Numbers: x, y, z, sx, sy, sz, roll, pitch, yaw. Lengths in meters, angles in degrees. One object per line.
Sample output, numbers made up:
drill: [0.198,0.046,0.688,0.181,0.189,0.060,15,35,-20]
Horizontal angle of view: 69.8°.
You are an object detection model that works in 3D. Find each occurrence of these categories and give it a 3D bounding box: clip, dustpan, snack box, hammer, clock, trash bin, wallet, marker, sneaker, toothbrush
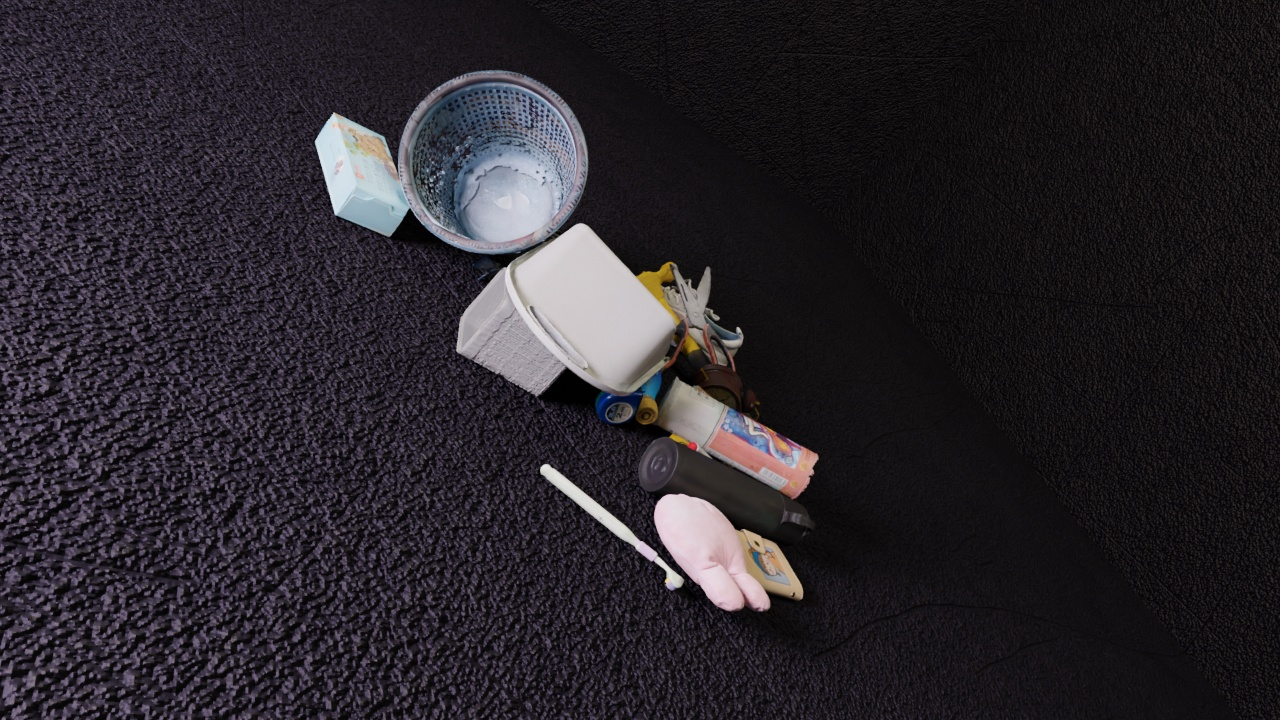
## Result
clip: [-0.199,-0.122,1.214,0.043,0.027,0.058,60,16,6]
dustpan: [-0.068,-0.049,1.101,0.222,0.142,0.258,47,-11,-1]
snack box: [-0.345,-0.231,1.133,0.074,0.052,0.174,22,29,-43]
hammer: [0.081,-0.010,1.409,0.128,0.033,0.300,-32,81,-27]
clock: [0.117,0.059,1.333,0.122,0.082,0.055,35,27,-15]
trash bin: [-0.179,-0.228,1.189,0.226,0.226,0.195,43,-6,3]
wallet: [0.142,0.243,1.109,0.115,0.024,0.087,23,34,-38]
marker: [0.098,0.142,1.171,0.145,0.017,0.017,46,13,-45]
sneaker: [0.063,-0.080,1.490,0.242,0.091,0.089,36,21,-12]
toothbrush: [-0.031,0.172,0.954,0.189,0.020,0.029,41,-9,0]

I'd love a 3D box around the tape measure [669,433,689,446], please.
tape measure: [0.051,0.125,1.166,0.057,0.029,0.059,38,22,-7]

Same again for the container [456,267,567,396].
container: [-0.137,-0.029,1.059,0.114,0.090,0.090,35,23,-25]

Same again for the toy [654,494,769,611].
toy: [0.077,0.213,1.008,0.121,0.054,0.159,18,29,-43]

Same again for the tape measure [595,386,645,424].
tape measure: [-0.028,0.053,1.131,0.054,0.058,0.025,6,38,-21]

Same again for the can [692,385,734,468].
can: [0.101,0.092,1.272,0.116,0.059,0.058,42,22,0]

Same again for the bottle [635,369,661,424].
bottle: [-0.007,0.007,1.239,0.065,0.065,0.218,30,24,-28]

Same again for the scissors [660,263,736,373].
scissors: [0.084,-0.047,1.399,0.189,0.015,0.226,38,61,0]

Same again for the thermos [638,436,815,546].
thermos: [0.116,0.165,1.124,0.242,0.090,0.068,27,68,-32]

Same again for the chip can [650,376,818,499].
chip can: [0.123,0.103,1.206,0.215,0.071,0.071,29,22,-1]

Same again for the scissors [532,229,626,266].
scissors: [-0.099,-0.170,1.445,0.180,0.014,0.159,37,28,20]
